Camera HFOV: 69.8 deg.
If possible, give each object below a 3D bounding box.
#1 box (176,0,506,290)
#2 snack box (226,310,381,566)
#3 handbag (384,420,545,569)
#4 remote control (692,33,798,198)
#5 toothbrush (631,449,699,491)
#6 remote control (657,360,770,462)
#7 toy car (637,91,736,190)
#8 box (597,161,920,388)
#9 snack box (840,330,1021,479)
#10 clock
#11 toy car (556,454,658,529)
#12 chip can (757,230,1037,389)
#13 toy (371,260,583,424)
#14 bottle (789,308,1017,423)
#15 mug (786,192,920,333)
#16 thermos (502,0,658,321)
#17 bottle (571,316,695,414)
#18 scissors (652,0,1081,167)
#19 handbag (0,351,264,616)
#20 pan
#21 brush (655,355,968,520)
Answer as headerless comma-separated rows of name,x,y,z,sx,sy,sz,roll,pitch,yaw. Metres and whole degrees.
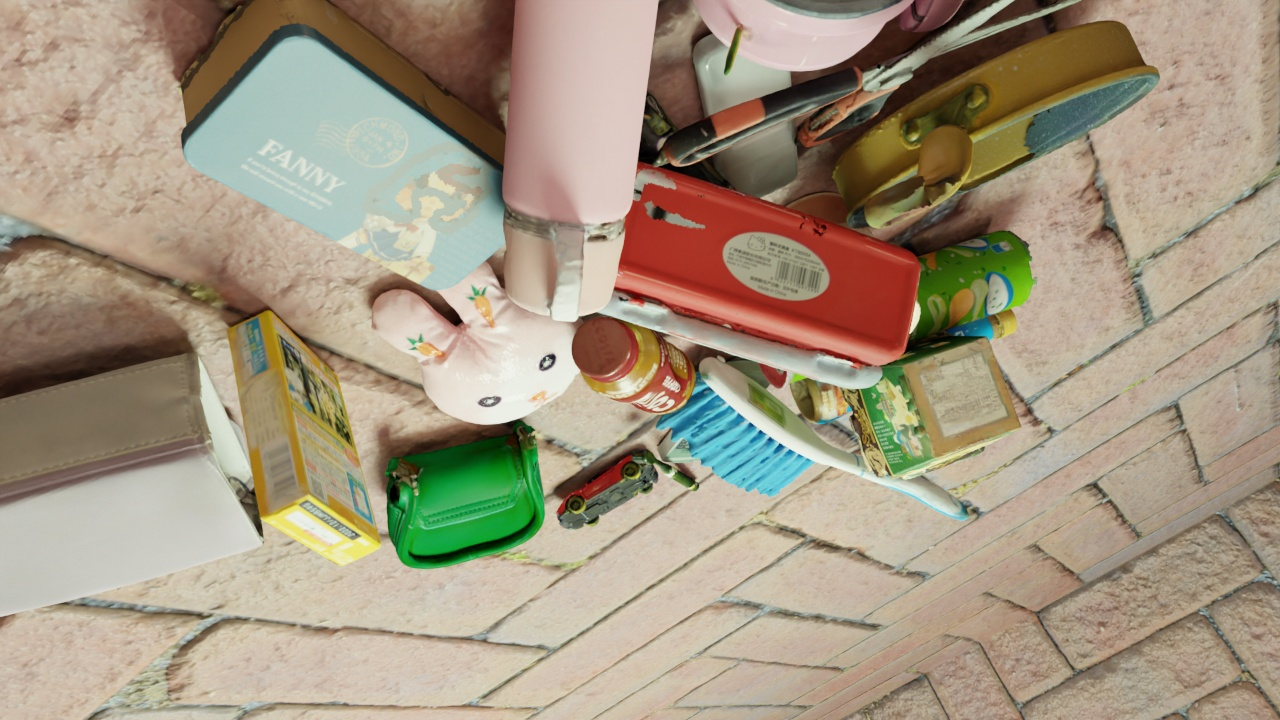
box,-0.138,-0.108,0.457,0.090,0.061,0.184,-39,146,19
snack box,-0.204,0.047,0.556,0.034,0.140,0.087,-24,148,0
handbag,-0.143,0.109,0.751,0.131,0.068,0.120,-13,144,-18
remote control,0.068,-0.151,0.568,0.056,0.020,0.136,-25,147,-2
toothbrush,0.027,0.108,0.887,0.017,0.012,0.186,-5,163,17
remote control,0.070,0.049,0.852,0.056,0.019,0.135,3,138,-35
toy car,0.008,-0.111,0.562,0.070,0.042,0.158,-32,136,18
box,0.058,-0.043,0.569,0.201,0.095,0.102,15,170,-15
snack box,0.245,0.035,0.759,0.117,0.118,0.106,-18,176,-10
clock,0.094,-0.200,0.431,0.158,0.117,0.060,-20,168,-10
toy car,-0.034,0.126,0.880,0.106,0.031,0.049,-33,146,0
chip can,0.210,-0.045,0.765,0.235,0.072,0.072,-18,147,-12
toy,-0.106,-0.011,0.627,0.121,0.054,0.159,-35,138,14
bottle,0.247,-0.004,0.853,0.218,0.065,0.065,-19,147,-10
mug,0.156,-0.057,0.679,0.114,0.105,0.082,0,140,-33
thermos,-0.030,-0.116,0.431,0.067,0.087,0.199,5,115,-9
bottle,-0.004,0.004,0.659,0.057,0.057,0.175,-31,166,9
scissors,0.110,-0.141,0.470,0.188,0.015,0.223,-19,180,-21
handbag,-0.346,0.083,0.554,0.196,0.098,0.145,-15,144,-17
pan,0.183,-0.117,0.517,0.198,0.078,0.356,-27,173,33
brush,0.155,0.090,0.819,0.314,0.060,0.110,36,119,-23
